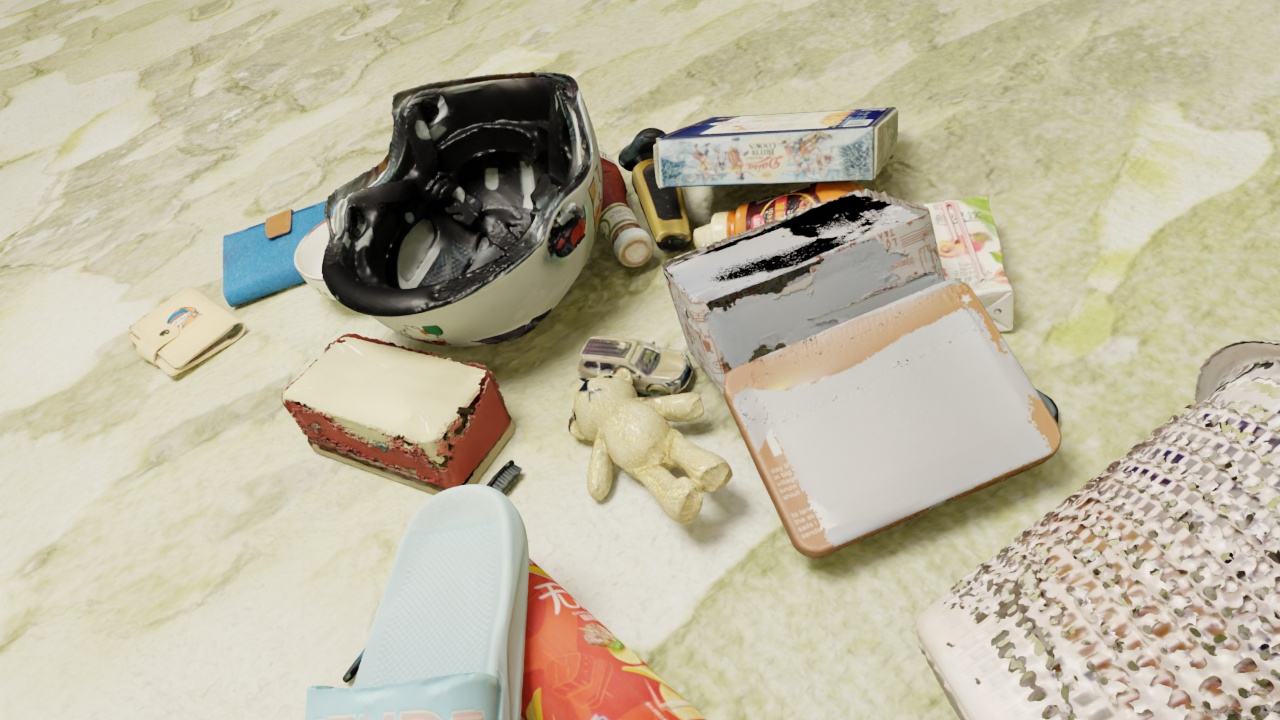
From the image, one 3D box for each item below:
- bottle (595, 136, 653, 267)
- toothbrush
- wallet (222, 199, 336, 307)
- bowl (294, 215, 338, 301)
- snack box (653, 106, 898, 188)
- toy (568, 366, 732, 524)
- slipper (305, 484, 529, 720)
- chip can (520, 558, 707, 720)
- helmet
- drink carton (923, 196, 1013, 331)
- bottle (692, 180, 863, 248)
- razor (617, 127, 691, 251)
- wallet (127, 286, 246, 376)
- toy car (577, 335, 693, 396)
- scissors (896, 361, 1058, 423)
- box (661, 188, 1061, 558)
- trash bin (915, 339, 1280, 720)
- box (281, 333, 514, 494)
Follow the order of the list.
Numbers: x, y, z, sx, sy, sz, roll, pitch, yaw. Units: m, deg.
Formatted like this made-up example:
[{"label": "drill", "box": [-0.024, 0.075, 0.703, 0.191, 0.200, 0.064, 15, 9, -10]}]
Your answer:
[{"label": "bottle", "box": [-0.039, -0.156, 0.874, 0.059, 0.060, 0.206, -23, 44, -6]}, {"label": "toothbrush", "box": [-0.139, 0.141, 0.633, 0.016, 0.014, 0.189, 29, 58, 11]}, {"label": "wallet", "box": [-0.368, -0.115, 0.956, 0.133, 0.040, 0.106, -20, 47, -3]}, {"label": "bowl", "box": [-0.264, -0.094, 0.879, 0.113, 0.062, 0.113, -10, 44, 10]}, {"label": "snack box", "box": [0.127, -0.191, 0.813, 0.183, 0.046, 0.177, 2, 20, 21]}, {"label": "toy", "box": [0.002, 0.057, 0.634, 0.105, 0.066, 0.157, -47, 40, -5]}, {"label": "slipper", "box": [-0.115, 0.167, 0.465, 0.104, 0.074, 0.244, -9, 50, 20]}, {"label": "chip can", "box": [-0.047, 0.176, 0.525, 0.073, 0.073, 0.217, -39, 48, -22]}, {"label": "helmet", "box": [-0.133, -0.114, 0.790, 0.230, 0.157, 0.273, 2, 60, 23]}, {"label": "drink carton", "box": [0.249, -0.076, 0.705, 0.053, 0.045, 0.122, -5, 44, 15]}, {"label": "bottle", "box": [0.116, -0.112, 0.779, 0.150, 0.067, 0.066, -5, 44, 24]}, {"label": "razor", "box": [0.018, -0.157, 0.845, 0.062, 0.068, 0.167, -6, 42, -5]}, {"label": "wallet", "box": [-0.452, -0.029, 0.904, 0.115, 0.024, 0.087, 27, 60, 36]}, {"label": "toy car", "box": [-0.004, 0.004, 0.714, 0.090, 0.035, 0.042, 9, 50, 23]}, {"label": "scissors", "box": [0.213, 0.012, 0.653, 0.136, 0.014, 0.174, -14, 40, 5]}, {"label": "box", "box": [0.134, -0.014, 0.624, 0.179, 0.126, 0.273, -22, 44, -3]}, {"label": "trash bin", "box": [0.238, 0.133, 0.390, 0.192, 0.227, 0.227, -30, 43, 5]}, {"label": "box", "box": [-0.192, 0.035, 0.710, 0.168, 0.080, 0.091, 12, 50, 29]}]
